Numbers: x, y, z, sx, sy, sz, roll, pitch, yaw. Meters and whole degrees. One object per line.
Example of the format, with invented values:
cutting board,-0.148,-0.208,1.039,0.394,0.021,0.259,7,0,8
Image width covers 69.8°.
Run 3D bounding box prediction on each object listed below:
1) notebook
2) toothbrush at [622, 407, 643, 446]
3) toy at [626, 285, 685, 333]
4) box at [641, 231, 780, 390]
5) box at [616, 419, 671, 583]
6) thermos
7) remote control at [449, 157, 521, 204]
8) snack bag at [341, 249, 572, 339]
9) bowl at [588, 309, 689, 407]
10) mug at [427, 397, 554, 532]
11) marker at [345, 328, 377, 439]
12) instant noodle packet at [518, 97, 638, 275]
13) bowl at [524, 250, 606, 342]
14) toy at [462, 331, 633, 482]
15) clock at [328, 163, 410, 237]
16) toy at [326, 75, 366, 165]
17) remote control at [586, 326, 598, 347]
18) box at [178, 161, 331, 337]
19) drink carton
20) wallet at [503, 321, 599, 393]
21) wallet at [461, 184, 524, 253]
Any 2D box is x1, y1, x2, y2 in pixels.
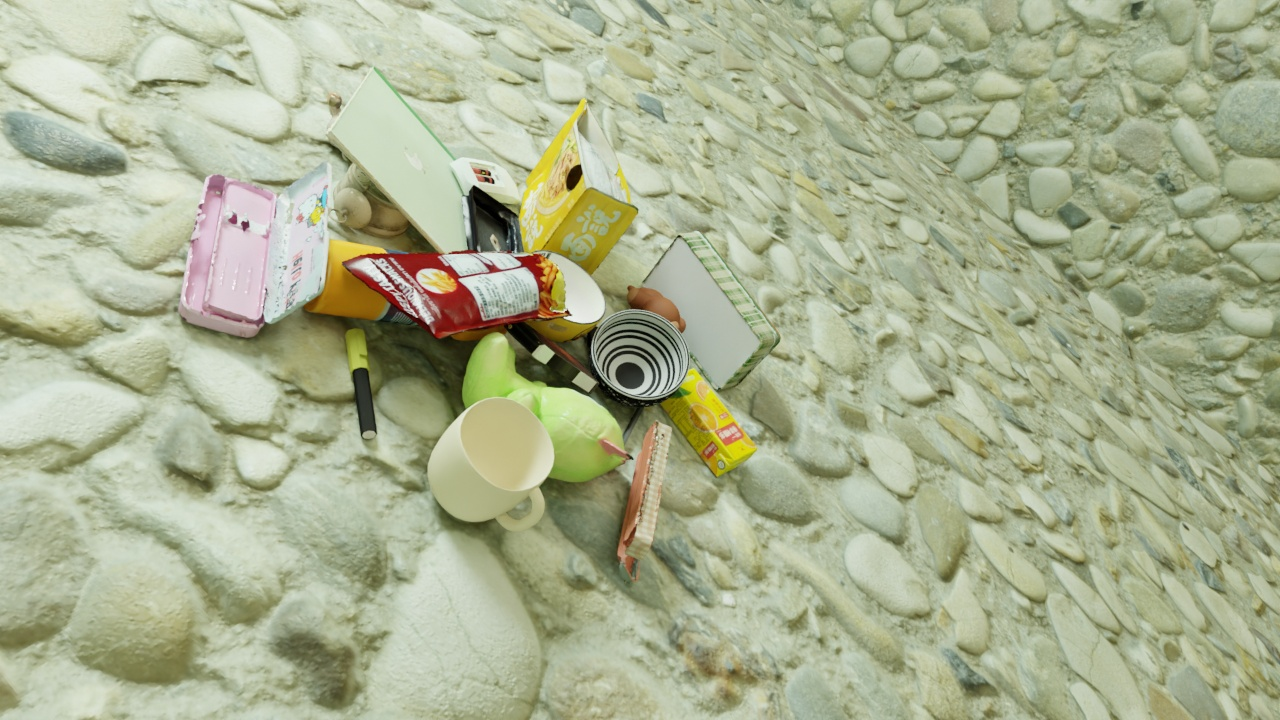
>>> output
notebook,-0.253,-0.215,1.096,0.252,0.010,0.181,49,28,-30
toothbrush,-0.004,0.063,1.110,0.013,0.013,0.166,44,33,-10
toy,0.012,-0.064,1.228,0.095,0.065,0.127,34,10,-24
box,0.093,-0.069,1.262,0.051,0.118,0.205,-13,59,-45
box,0.004,0.147,0.975,0.041,0.083,0.186,23,39,-7
thermos,-0.235,-0.066,0.978,0.232,0.076,0.091,7,76,-40
remote control,-0.196,-0.235,1.195,0.049,0.024,0.143,63,20,3
snack bag,-0.173,-0.076,0.922,0.139,0.067,0.207,43,29,27
bowl,-0.007,0.007,1.110,0.120,0.067,0.120,6,61,-12
mug,-0.139,0.108,0.852,0.120,0.100,0.096,53,42,6
marker,-0.270,0.020,0.890,0.017,0.021,0.123,10,46,-37
instant noodle packet,-0.098,-0.222,1.200,0.084,0.163,0.221,14,42,-32
bowl,-0.107,-0.068,1.104,0.117,0.068,0.117,26,37,-22
toy,-0.099,0.062,0.945,0.197,0.107,0.150,44,-6,-1
clock,-0.309,-0.186,1.051,0.093,0.055,0.140,41,32,-2
toy,-0.340,-0.280,1.106,0.074,0.085,0.105,-3,60,-19
remote control,-0.004,-0.006,1.180,0.151,0.020,0.041,20,39,-30
box,-0.368,-0.110,0.900,0.146,0.077,0.201,-6,49,-9
drink carton,0.081,0.078,1.151,0.058,0.043,0.134,-18,64,-49
wallet,-0.098,-0.007,1.028,0.072,0.019,0.123,41,1,33
wallet,-0.181,-0.149,1.128,0.089,0.026,0.114,32,39,-50
